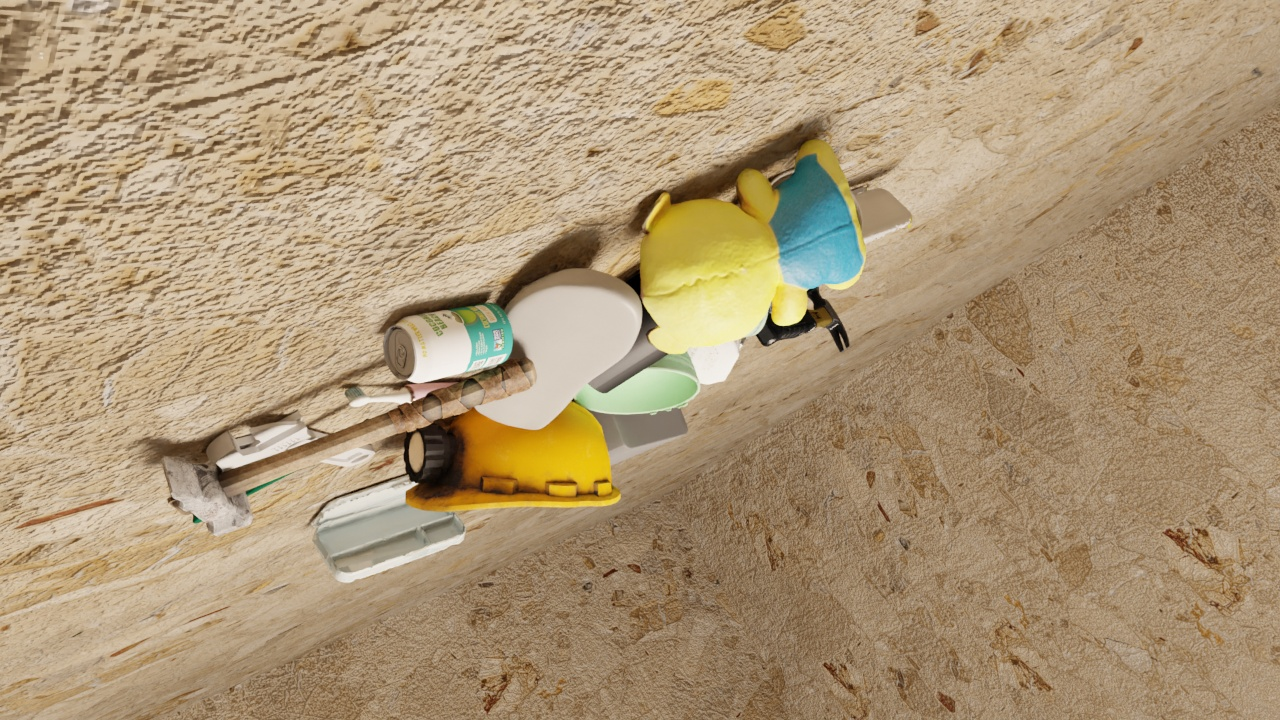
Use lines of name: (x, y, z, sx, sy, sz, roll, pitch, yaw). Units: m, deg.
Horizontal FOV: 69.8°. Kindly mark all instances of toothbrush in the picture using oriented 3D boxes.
toothbrush: (-0.214, 0.034, 0.915, 0.027, 0.026, 0.222, -46, 162, 17)
toothbrush: (-0.337, 0.102, 0.862, 0.190, 0.017, 0.016, -28, 170, -1)

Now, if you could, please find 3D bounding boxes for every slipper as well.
slipper: (-0.082, -0.023, 0.869, 0.113, 0.080, 0.267, 23, 142, -13)

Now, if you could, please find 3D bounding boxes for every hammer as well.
hammer: (-0.241, 0.063, 0.792, 0.318, 0.049, 0.122, -21, 161, -14)
hammer: (0.213, -0.051, 1.218, 0.025, 0.118, 0.332, -36, 171, 24)

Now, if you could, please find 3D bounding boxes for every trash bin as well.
trash bin: (-0.076, 0.108, 1.274, 0.220, 0.097, 0.191, -25, 170, 28)

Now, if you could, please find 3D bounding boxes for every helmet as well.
helmet: (-0.143, 0.098, 1.070, 0.255, 0.131, 0.206, 2, 180, -35)

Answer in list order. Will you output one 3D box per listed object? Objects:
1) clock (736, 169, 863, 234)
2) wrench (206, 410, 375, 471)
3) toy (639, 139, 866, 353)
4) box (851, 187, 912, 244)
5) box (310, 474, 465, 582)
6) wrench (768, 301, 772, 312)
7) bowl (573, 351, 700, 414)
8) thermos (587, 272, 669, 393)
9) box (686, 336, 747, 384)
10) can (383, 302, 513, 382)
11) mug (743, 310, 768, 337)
clock: (0.137, -0.129, 0.893, 0.157, 0.103, 0.061, 0, 169, -9)
wrench: (-0.333, 0.091, 0.907, 0.086, 0.018, 0.273, -28, 169, -2)
toy: (0.096, -0.095, 0.804, 0.214, 0.149, 0.084, -20, -170, -8)
box: (0.192, -0.145, 1.010, 0.209, 0.057, 0.117, -21, -159, -28)
box: (-0.328, 0.198, 1.239, 0.214, 0.106, 0.127, -14, 138, -48)
wrench: (0.171, -0.086, 1.276, 0.073, 0.022, 0.273, -32, 168, 14)
bowl: (-0.006, 0.006, 1.087, 0.151, 0.077, 0.151, -3, 158, -1)
thermos: (0.022, -0.053, 0.936, 0.199, 0.086, 0.086, -32, 167, 18)
box: (0.095, -0.026, 1.188, 0.165, 0.092, 0.084, -73, -173, -68)
can: (-0.158, -0.015, 0.766, 0.101, 0.055, 0.055, -15, 162, -46)
mug: (0.070, -0.063, 1.038, 0.103, 0.084, 0.111, -8, -175, -31)
